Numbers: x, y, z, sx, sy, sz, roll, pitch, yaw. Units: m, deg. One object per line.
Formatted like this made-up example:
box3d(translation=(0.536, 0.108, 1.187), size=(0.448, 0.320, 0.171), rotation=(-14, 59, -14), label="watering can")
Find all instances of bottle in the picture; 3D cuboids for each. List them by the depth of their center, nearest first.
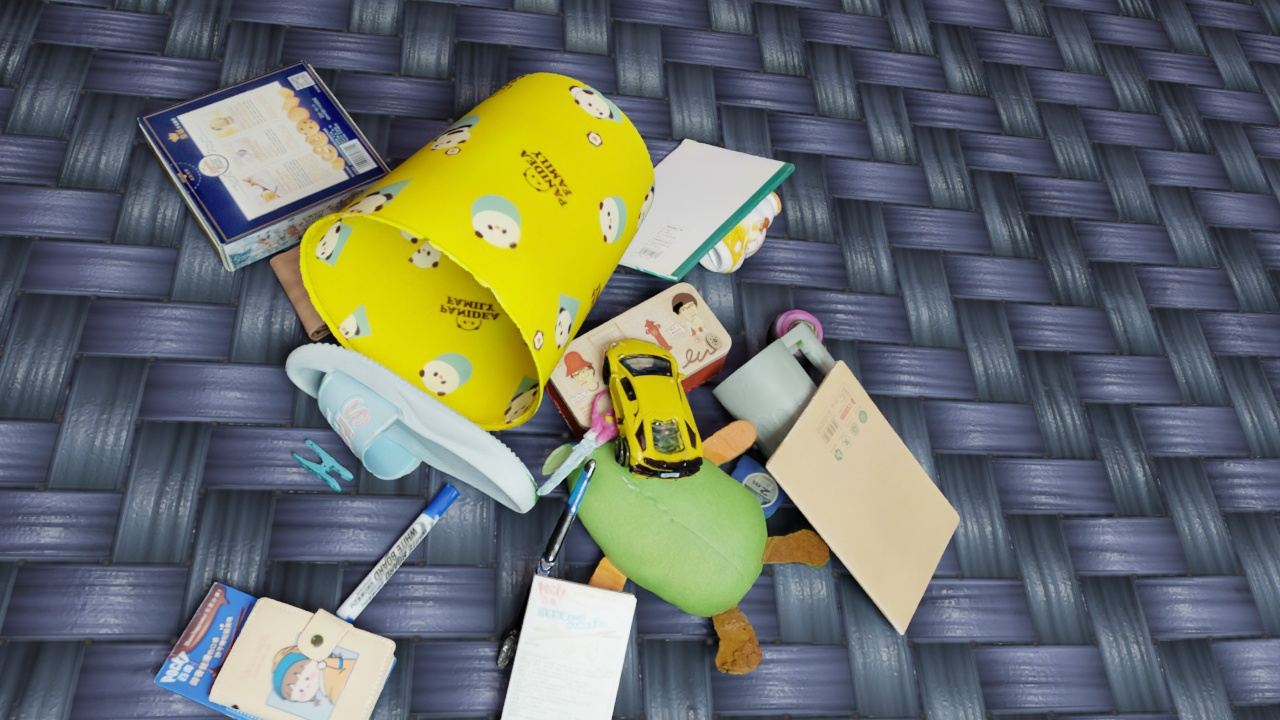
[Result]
box3d(translation=(0.106, -0.142, 0.981), size=(0.063, 0.063, 0.108), rotation=(41, 63, 11), label="bottle")

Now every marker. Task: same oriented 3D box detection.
box3d(translation=(-0.206, 0.164, 0.781), size=(0.017, 0.017, 0.145), rotation=(34, 61, 8), label="marker")

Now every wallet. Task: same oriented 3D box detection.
box3d(translation=(-0.253, 0.235, 0.700), size=(0.115, 0.024, 0.087), rotation=(19, 65, 1), label="wallet")
box3d(translation=(-0.284, -0.084, 0.881), size=(0.115, 0.020, 0.101), rotation=(-29, 65, -13), label="wallet")

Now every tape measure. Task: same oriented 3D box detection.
box3d(translation=(0.105, 0.123, 0.861), size=(0.058, 0.025, 0.054), rotation=(34, 63, 12), label="tape measure")
box3d(translation=(0.158, -0.022, 0.942), size=(0.057, 0.039, 0.057), rotation=(-14, 72, -10), label="tape measure")

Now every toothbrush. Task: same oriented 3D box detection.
box3d(translation=(-0.078, 0.168, 0.757), size=(0.014, 0.016, 0.189), rotation=(25, 89, 3), label="toothbrush")

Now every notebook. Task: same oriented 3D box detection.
box3d(translation=(0.208, 0.122, 0.833), size=(0.207, 0.008, 0.147), rotation=(51, 55, -14), label="notebook")
box3d(translation=(0.044, -0.164, 0.968), size=(0.150, 0.012, 0.208), rotation=(22, 55, 36), label="notebook")

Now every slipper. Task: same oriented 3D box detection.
box3d(translation=(-0.199, 0.069, 0.780), size=(0.245, 0.104, 0.074), rotation=(28, 67, 11), label="slipper")

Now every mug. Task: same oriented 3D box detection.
box3d(translation=(0.146, 0.034, 0.878), size=(0.123, 0.084, 0.103), rotation=(-34, 83, -24), label="mug")

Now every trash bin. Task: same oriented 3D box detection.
box3d(translation=(-0.123, -0.108, 0.807), size=(0.229, 0.230, 0.254), rotation=(29, 55, 5), label="trash bin")

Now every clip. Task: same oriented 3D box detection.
box3d(translation=(-0.279, 0.092, 0.807), size=(0.056, 0.014, 0.043), rotation=(35, 62, 7), label="clip")

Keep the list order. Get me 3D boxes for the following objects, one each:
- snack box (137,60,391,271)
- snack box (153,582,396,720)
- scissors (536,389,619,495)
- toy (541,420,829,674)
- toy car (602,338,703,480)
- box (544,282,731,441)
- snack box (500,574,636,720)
box3d(translation=(-0.375, -0.202, 0.927), size=(0.182, 0.046, 0.178), rotation=(-31, 72, -24), label="snack box")
box3d(translation=(-0.282, 0.243, 0.718), size=(0.157, 0.026, 0.084), rotation=(23, 60, 1), label="snack box")
box3d(translation=(-0.044, 0.070, 0.785), size=(0.057, 0.017, 0.133), rotation=(32, 54, 20), label="scissors")
box3d(translation=(0.033, 0.144, 0.800), size=(0.247, 0.090, 0.226), rotation=(38, 74, 14), label="toy")
box3d(translation=(0.008, 0.037, 0.787), size=(0.071, 0.041, 0.155), rotation=(2, 49, -19), label="toy car")
box3d(translation=(-0.005, 0.005, 0.882), size=(0.168, 0.077, 0.091), rotation=(-29, 72, -17), label="box")
box3d(translation=(-0.061, 0.256, 0.728), size=(0.084, 0.027, 0.156), rotation=(13, 80, -4), label="snack box")
